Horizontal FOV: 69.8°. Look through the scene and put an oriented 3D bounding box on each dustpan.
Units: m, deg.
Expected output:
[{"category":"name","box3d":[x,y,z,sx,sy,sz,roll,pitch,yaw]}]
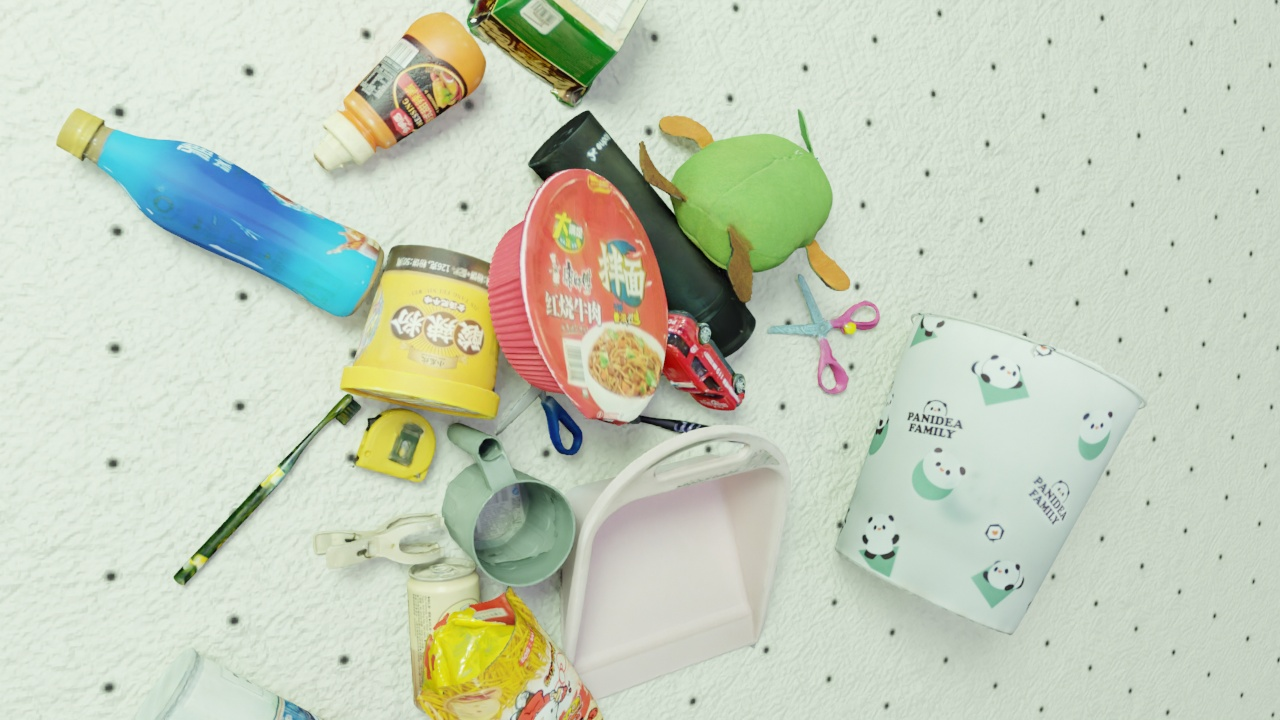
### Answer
[{"category":"dustpan","box3d":[0.035,0.184,0.802,0.222,0.139,0.273,-14,100,-25]}]

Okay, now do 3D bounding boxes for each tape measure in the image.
[{"category":"tape measure","box3d":[-0.194,0.068,0.738,0.060,0.029,0.057,21,85,-27]}]

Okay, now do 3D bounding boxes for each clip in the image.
[{"category":"clip","box3d":[-0.207,0.146,0.734,0.099,0.070,0.034,-5,98,-33]}]

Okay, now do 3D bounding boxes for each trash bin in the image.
[{"category":"trash bin","box3d":[0.326,0.111,0.900,0.229,0.230,0.252,25,89,-26]}]

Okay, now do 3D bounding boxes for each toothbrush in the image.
[{"category":"toothbrush","box3d":[-0.285,0.098,0.706,0.185,0.012,0.017,-50,124,-14]},{"category":"toothbrush","box3d":[0.051,0.065,0.867,0.188,0.017,0.014,13,89,-28]}]

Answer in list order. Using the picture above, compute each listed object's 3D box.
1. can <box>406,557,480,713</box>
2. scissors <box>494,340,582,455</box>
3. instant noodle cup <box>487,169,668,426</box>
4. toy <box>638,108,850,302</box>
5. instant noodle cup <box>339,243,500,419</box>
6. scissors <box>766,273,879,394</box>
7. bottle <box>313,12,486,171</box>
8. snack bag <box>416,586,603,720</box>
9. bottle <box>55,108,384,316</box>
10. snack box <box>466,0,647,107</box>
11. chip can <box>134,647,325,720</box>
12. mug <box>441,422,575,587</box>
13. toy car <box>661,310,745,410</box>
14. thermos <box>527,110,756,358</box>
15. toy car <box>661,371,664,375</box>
[{"category":"can","box3d":[-0.160,0.226,0.753,0.058,0.058,0.116,-5,97,-26]},{"category":"scissors","box3d":[-0.077,0.018,0.753,0.176,0.012,0.162,68,32,-45]},{"category":"instant noodle cup","box3d":[-0.053,-0.044,0.704,0.193,0.066,0.193,25,60,-55]},{"category":"toy","box3d":[0.095,-0.139,0.793,0.227,0.090,0.246,49,40,9]},{"category":"instant noodle cup","box3d":[-0.158,-0.021,0.704,0.118,0.119,0.114,16,80,-27]},{"category":"scissors","box3d":[0.186,-0.025,0.926,0.133,0.017,0.134,-3,98,-22]},{"category":"bottle","box3d":[-0.189,-0.199,0.701,0.149,0.067,0.067,-44,112,-9]},{"category":"snack bag","box3d":[-0.099,0.283,0.742,0.128,0.073,0.208,-49,133,-32]},{"category":"bottle","box3d":[-0.293,-0.106,0.652,0.218,0.065,0.065,30,81,-26]},{"category":"snack box","box3d":[-0.053,-0.288,0.731,0.118,0.106,0.117,31,81,-25]},{"category":"chip can","box3d":[-0.269,0.302,0.700,0.214,0.071,0.071,41,77,-24]},{"category":"mug","box3d":[-0.116,0.110,0.739,0.083,0.103,0.124,-25,104,-22]},{"category":"toy car","box3d":[0.047,0.005,0.813,0.120,0.053,0.045,48,60,-35]},{"category":"thermos","box3d":[0.010,-0.109,0.810,0.242,0.069,0.089,47,42,-24]},{"category":"toy car","box3d":[-0.005,0.005,0.824,0.090,0.034,0.043,-27,103,-24]}]
